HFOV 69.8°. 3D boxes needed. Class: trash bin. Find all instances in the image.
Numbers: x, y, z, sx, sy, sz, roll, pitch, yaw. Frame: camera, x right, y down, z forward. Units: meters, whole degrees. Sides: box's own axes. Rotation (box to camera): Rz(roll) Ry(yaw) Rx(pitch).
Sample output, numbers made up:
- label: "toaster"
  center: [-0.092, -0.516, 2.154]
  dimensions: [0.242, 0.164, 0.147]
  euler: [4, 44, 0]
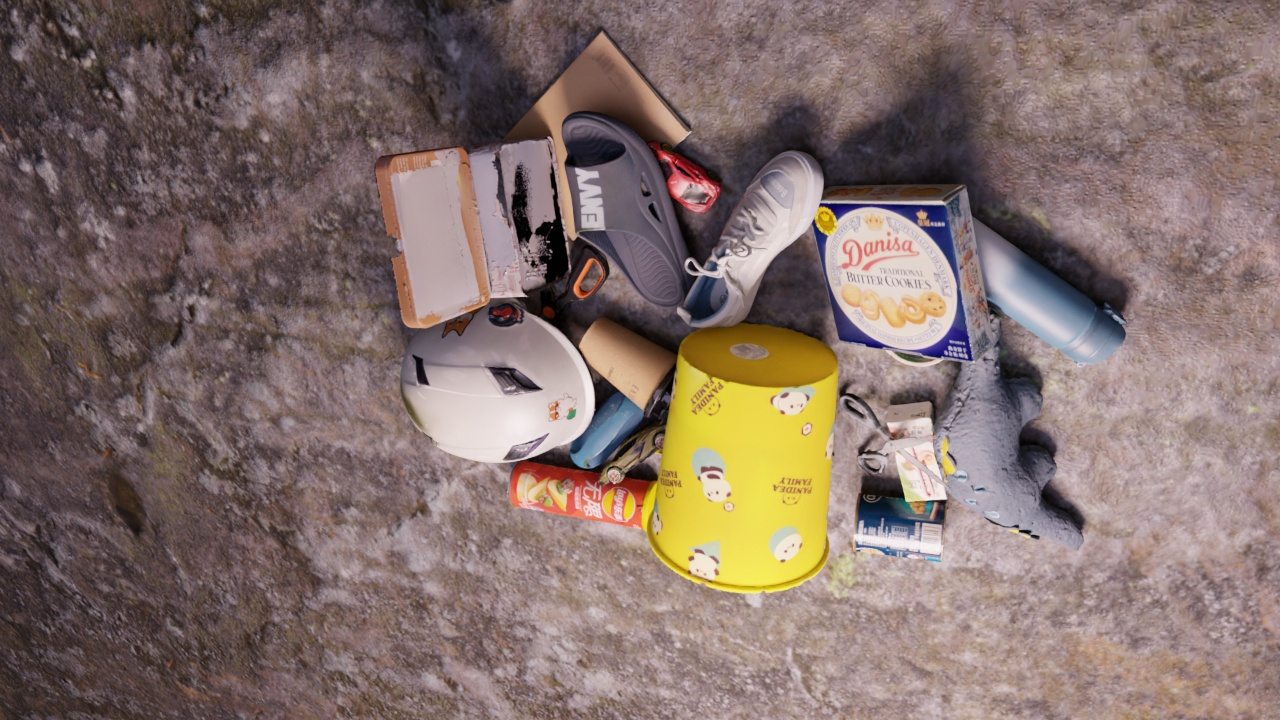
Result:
- label: "trash bin"
  center: [0.128, 0.106, 1.101]
  dimensions: [0.230, 0.229, 0.256]
  euler: [11, 116, 16]

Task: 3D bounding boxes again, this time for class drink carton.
- label: "drink carton"
  center: [0.339, 0.114, 1.121]
  dimensions: [0.054, 0.045, 0.122]
  euler: [-8, 115, 24]

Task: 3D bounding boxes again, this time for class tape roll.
- label: "tape roll"
  center: [0.323, -0.034, 1.062]
  dimensions: [0.086, 0.013, 0.086]
  euler: [10, 121, 16]

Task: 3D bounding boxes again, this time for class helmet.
- label: "helmet"
  center: [-0.211, 0.042, 1.202]
  dimensions: [0.274, 0.156, 0.230]
  euler: [16, 126, 32]

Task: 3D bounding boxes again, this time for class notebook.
- label: "notebook"
  center: [-0.063, -0.259, 1.086]
  dimensions: [0.149, 0.012, 0.212]
  euler: [47, 123, -8]

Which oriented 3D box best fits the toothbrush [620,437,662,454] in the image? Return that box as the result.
- label: "toothbrush"
  center: [-0.053, 0.110, 1.289]
  dimensions: [0.190, 0.016, 0.016]
  euler: [10, 120, 16]

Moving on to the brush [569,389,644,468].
- label: "brush"
  center: [-0.045, 0.093, 1.233]
  dimensions: [0.055, 0.073, 0.144]
  euler: [42, 114, -1]

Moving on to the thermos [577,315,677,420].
- label: "thermos"
  center: [-0.007, 0.007, 1.173]
  dimensions: [0.143, 0.092, 0.093]
  euler: [34, 125, 9]

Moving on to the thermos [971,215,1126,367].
- label: "thermos"
  center: [0.410, -0.076, 0.976]
  dimensions: [0.220, 0.070, 0.070]
  euler: [34, 124, 0]

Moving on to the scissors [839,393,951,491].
- label: "scissors"
  center: [0.300, 0.104, 1.096]
  dimensions: [0.181, 0.014, 0.160]
  euler: [49, 157, 31]

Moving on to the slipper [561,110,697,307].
- label: "slipper"
  center: [-0.018, -0.157, 1.057]
  dimensions: [0.111, 0.083, 0.268]
  euler: [0, 130, 40]

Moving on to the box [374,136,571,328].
- label: "box"
  center: [-0.179, -0.149, 1.018]
  dimensions: [0.082, 0.260, 0.177]
  euler: [0, 106, 25]

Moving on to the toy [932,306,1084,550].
- label: "toy"
  center: [0.409, 0.100, 1.059]
  dimensions: [0.138, 0.091, 0.356]
  euler: [-22, 114, 11]

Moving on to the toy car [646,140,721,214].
- label: "toy car"
  center: [0.040, -0.210, 1.054]
  dimensions: [0.106, 0.031, 0.049]
  euler: [31, 127, -9]

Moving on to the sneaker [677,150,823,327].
- label: "sneaker"
  center: [0.112, -0.131, 1.028]
  dimensions: [0.089, 0.090, 0.243]
  euler: [51, 134, 27]

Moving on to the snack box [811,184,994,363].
- label: "snack box"
  center: [0.274, -0.095, 0.977]
  dimensions: [0.178, 0.045, 0.182]
  euler: [13, 129, 53]

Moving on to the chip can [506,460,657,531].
- label: "chip can"
  center: [-0.079, 0.192, 1.313]
  dimensions: [0.217, 0.073, 0.073]
  euler: [8, 120, 18]

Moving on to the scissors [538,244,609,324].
- label: "scissors"
  center: [-0.119, -0.087, 1.198]
  dimensions: [0.225, 0.021, 0.204]
  euler: [-30, 102, 41]

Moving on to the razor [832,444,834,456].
- label: "razor"
  center: [0.228, 0.059, 1.143]
  dimensions: [0.043, 0.028, 0.133]
  euler: [29, 134, 42]

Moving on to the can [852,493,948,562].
- label: "can"
  center: [0.330, 0.212, 1.162]
  dimensions: [0.111, 0.075, 0.075]
  euler: [4, 119, 19]

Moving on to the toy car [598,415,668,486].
- label: "toy car"
  center: [0.001, 0.117, 1.228]
  dimensions: [0.158, 0.070, 0.042]
  euler: [-39, 89, 20]
